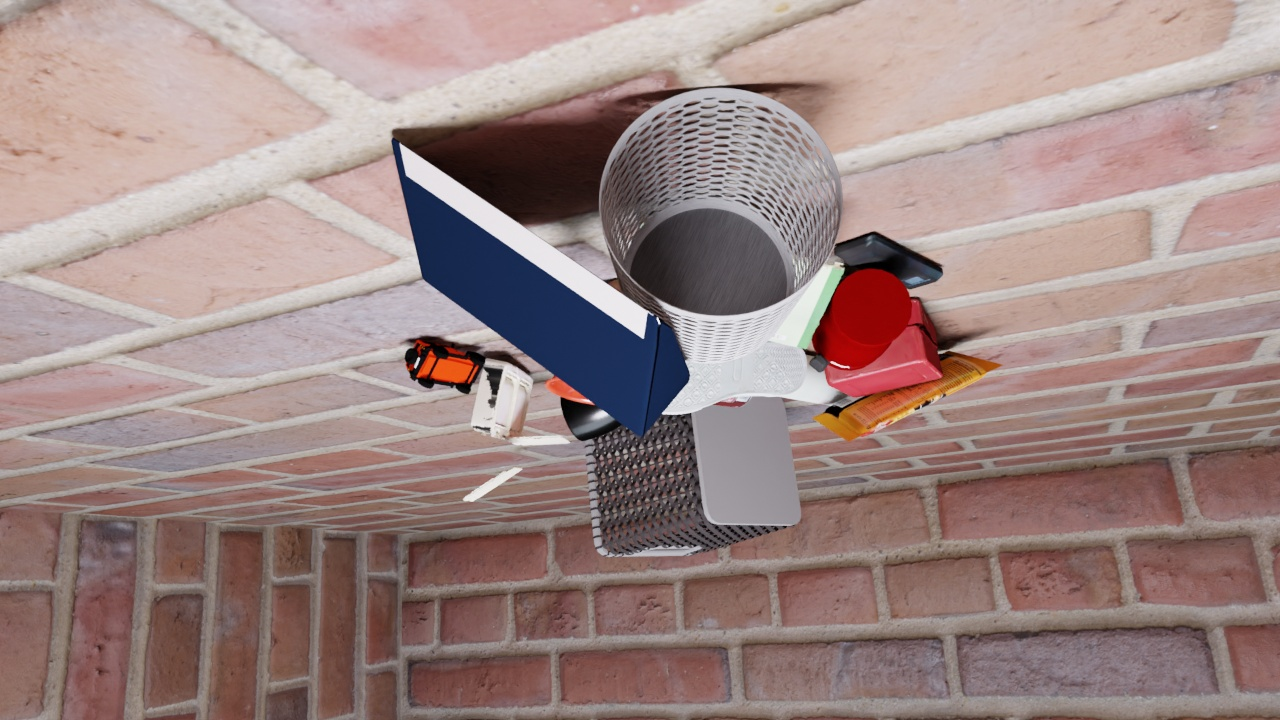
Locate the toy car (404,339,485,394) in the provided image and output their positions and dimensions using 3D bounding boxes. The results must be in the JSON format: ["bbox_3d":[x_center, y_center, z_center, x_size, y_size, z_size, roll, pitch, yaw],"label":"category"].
[{"bbox_3d":[-0.241,0.005,1.125,0.049,0.051,0.100,39,-164,36],"label":"toy car"}]

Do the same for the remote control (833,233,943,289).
[{"bbox_3d":[0.254,-0.095,0.929,0.047,0.022,0.150,-17,160,41],"label":"remote control"}]

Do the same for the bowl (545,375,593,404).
[{"bbox_3d":[-0.060,0.023,1.228,0.130,0.045,0.131,8,163,2],"label":"bowl"}]

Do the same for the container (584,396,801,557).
[{"bbox_3d":[0.086,0.179,1.498,0.247,0.245,0.244,10,157,-41],"label":"container"}]

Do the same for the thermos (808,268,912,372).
[{"bbox_3d":[0.222,-0.030,0.975,0.108,0.084,0.198,-47,171,-1],"label":"thermos"}]

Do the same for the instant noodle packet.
[{"bbox_3d":[0.352,0.044,1.235,0.221,0.032,0.160,-26,-171,-2],"label":"instant noodle packet"}]

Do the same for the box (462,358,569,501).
[{"bbox_3d":[-0.155,0.103,1.211,0.105,0.187,0.143,10,173,10],"label":"box"}]

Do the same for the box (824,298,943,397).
[{"bbox_3d":[0.302,-0.011,1.142,0.129,0.087,0.157,-16,162,23],"label":"box"}]

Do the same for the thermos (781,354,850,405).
[{"bbox_3d":[0.211,0.021,1.269,0.229,0.068,0.068,10,160,-42],"label":"thermos"}]

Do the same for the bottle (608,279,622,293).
[{"bbox_3d":[-0.012,-0.045,0.986,0.056,0.056,0.105,-5,164,6],"label":"bottle"}]

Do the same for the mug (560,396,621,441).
[{"bbox_3d":[-0.061,0.051,1.319,0.100,0.084,0.119,-22,130,17],"label":"mug"}]

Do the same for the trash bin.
[{"bbox_3d":[0.054,-0.084,0.678,0.156,0.156,0.183,-4,168,1],"label":"trash bin"}]

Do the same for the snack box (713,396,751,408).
[{"bbox_3d":[0.091,0.026,1.250,0.121,0.072,0.072,9,161,-42],"label":"snack box"}]

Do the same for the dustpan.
[{"bbox_3d":[-0.066,-0.047,0.735,0.236,0.080,0.274,35,153,15],"label":"dustpan"}]

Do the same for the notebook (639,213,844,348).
[{"bbox_3d":[0.091,-0.068,0.900,0.182,0.010,0.253,16,167,7],"label":"notebook"}]

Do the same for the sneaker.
[{"bbox_3d":[0.079,0.009,1.052,0.235,0.089,0.087,-2,-173,-24],"label":"sneaker"}]
